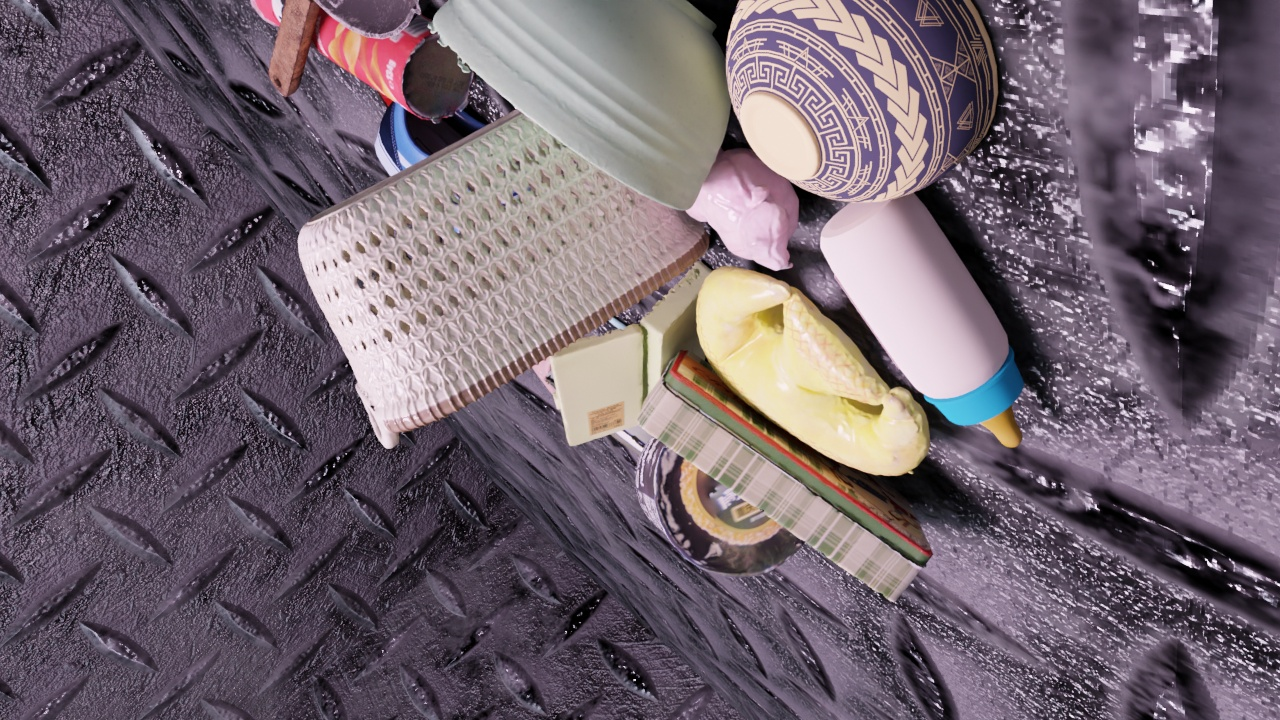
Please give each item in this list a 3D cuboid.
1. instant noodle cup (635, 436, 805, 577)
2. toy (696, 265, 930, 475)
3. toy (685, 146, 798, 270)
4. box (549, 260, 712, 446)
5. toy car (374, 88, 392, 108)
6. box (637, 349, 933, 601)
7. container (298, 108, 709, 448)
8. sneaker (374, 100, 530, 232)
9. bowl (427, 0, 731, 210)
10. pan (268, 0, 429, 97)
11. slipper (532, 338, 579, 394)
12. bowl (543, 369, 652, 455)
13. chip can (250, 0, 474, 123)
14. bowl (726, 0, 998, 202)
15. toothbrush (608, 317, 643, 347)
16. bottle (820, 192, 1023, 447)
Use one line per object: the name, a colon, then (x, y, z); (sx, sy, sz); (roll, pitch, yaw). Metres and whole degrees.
instant noodle cup: (0.059, 0.098, 0.741); (0.137, 0.137, 0.112); (50, 164, -9)
toy: (0.102, 0.010, 0.564); (0.170, 0.064, 0.155); (42, 167, 5)
toy: (0.052, -0.090, 0.496); (0.110, 0.047, 0.063); (47, 165, 46)
box: (-0.001, 0.009, 0.707); (0.044, 0.141, 0.188); (58, 166, 21)
toy car: (-0.208, -0.237, 0.814); (0.036, 0.042, 0.091); (23, 151, 34)
box: (0.096, 0.071, 0.620); (0.205, 0.050, 0.117); (34, -172, 2)
container: (-0.092, -0.069, 0.585); (0.143, 0.245, 0.185); (62, 163, -18)
sneaker: (-0.120, -0.133, 0.771); (0.241, 0.083, 0.098); (43, 147, -6)
bowl: (-0.014, -0.145, 0.430); (0.151, 0.077, 0.150); (34, -161, -14)
pan: (-0.221, -0.282, 0.626); (0.207, 0.040, 0.358); (53, 151, -4)
slipper: (-0.075, 0.020, 1.057); (0.114, 0.054, 0.275); (53, 161, -21)
bowl: (-0.010, 0.037, 0.872); (0.153, 0.072, 0.153); (37, 171, 6)
chip can: (-0.226, -0.267, 0.738); (0.233, 0.073, 0.073); (36, 161, 31)
bowl: (0.075, -0.106, 0.366); (0.112, 0.061, 0.112); (43, 163, 16)
toothbrush: (-0.006, -0.020, 0.861); (0.181, 0.016, 0.016); (35, 164, 33)
bottle: (0.142, -0.014, 0.434); (0.146, 0.051, 0.051); (52, 163, -15)
